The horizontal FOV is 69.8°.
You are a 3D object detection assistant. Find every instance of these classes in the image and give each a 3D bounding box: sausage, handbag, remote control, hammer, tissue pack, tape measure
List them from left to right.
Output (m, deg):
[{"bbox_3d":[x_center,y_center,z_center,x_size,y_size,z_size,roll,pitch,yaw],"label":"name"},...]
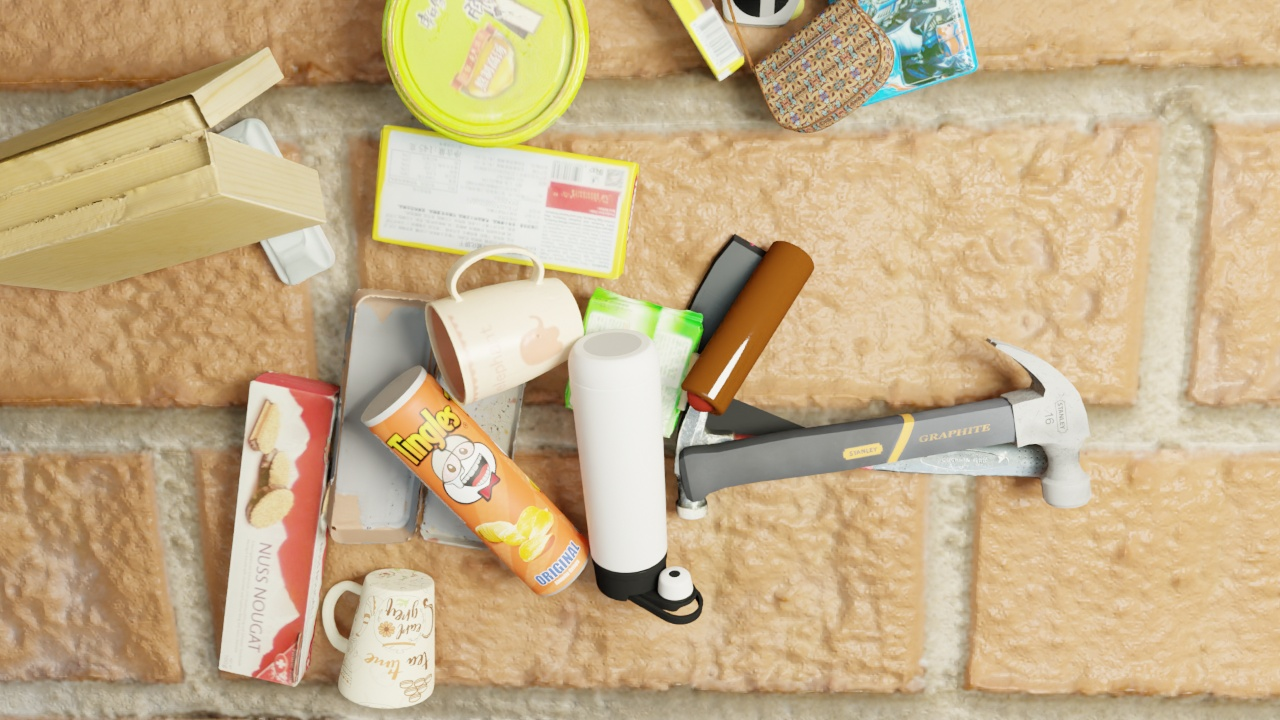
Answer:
[{"bbox_3d":[-0.301,-0.129,0.749,0.050,0.022,0.133,-25,99,8],"label":"remote control"},{"bbox_3d":[-0.004,0.004,0.744,0.099,0.034,0.114,17,111,5],"label":"tissue pack"},{"bbox_3d":[0.059,-0.042,0.751,0.039,0.010,0.125,30,103,-3],"label":"remote control"},{"bbox_3d":[0.084,-0.026,0.714,0.040,0.040,0.155,35,77,-4],"label":"sausage"},{"bbox_3d":[0.092,-0.287,0.694,0.064,0.016,0.065,2,102,4],"label":"tape measure"},{"bbox_3d":[0.103,-0.265,0.670,0.094,0.043,0.195,-33,86,32],"label":"handbag"},{"bbox_3d":[0.191,0.067,0.755,0.326,0.036,0.140,2,103,3],"label":"hammer"},{"bbox_3d":[0.186,0.070,0.722,0.313,0.035,0.139,-11,102,6],"label":"hammer"}]

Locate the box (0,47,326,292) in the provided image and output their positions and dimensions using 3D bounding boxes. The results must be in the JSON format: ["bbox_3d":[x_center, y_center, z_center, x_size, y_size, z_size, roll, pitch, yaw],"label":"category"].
[{"bbox_3d":[-0.388,-0.135,0.683,0.249,0.140,0.148,-13,97,13],"label":"box"}]

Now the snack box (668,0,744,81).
[{"bbox_3d":[0.028,-0.279,0.677,0.026,0.061,0.149,-32,98,12],"label":"snack box"}]

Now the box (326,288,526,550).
[{"bbox_3d":[-0.177,0.053,0.768,0.157,0.063,0.216,8,102,-6],"label":"box"}]

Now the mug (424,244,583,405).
[{"bbox_3d":[-0.104,-0.034,0.699,0.104,0.085,0.111,-19,118,-23],"label":"mug"}]

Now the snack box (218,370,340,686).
[{"bbox_3d":[-0.311,0.149,0.797,0.076,0.044,0.273,13,102,1],"label":"snack box"}]

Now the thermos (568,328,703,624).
[{"bbox_3d":[0.000,0.095,0.720,0.101,0.068,0.230,14,121,33],"label":"thermos"}]

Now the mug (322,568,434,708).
[{"bbox_3d":[-0.232,0.233,0.805,0.122,0.081,0.097,11,96,28],"label":"mug"}]

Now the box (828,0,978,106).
[{"bbox_3d":[0.175,-0.319,0.672,0.091,0.066,0.243,-12,102,28],"label":"box"}]

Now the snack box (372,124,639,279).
[{"bbox_3d":[-0.107,-0.126,0.728,0.200,0.042,0.092,9,103,2],"label":"snack box"}]

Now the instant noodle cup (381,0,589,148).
[{"bbox_3d":[-0.107,-0.232,0.677,0.146,0.097,0.146,1,102,3],"label":"instant noodle cup"}]

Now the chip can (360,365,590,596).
[{"bbox_3d":[-0.128,0.100,0.741,0.062,0.062,0.210,-36,112,10],"label":"chip can"}]
